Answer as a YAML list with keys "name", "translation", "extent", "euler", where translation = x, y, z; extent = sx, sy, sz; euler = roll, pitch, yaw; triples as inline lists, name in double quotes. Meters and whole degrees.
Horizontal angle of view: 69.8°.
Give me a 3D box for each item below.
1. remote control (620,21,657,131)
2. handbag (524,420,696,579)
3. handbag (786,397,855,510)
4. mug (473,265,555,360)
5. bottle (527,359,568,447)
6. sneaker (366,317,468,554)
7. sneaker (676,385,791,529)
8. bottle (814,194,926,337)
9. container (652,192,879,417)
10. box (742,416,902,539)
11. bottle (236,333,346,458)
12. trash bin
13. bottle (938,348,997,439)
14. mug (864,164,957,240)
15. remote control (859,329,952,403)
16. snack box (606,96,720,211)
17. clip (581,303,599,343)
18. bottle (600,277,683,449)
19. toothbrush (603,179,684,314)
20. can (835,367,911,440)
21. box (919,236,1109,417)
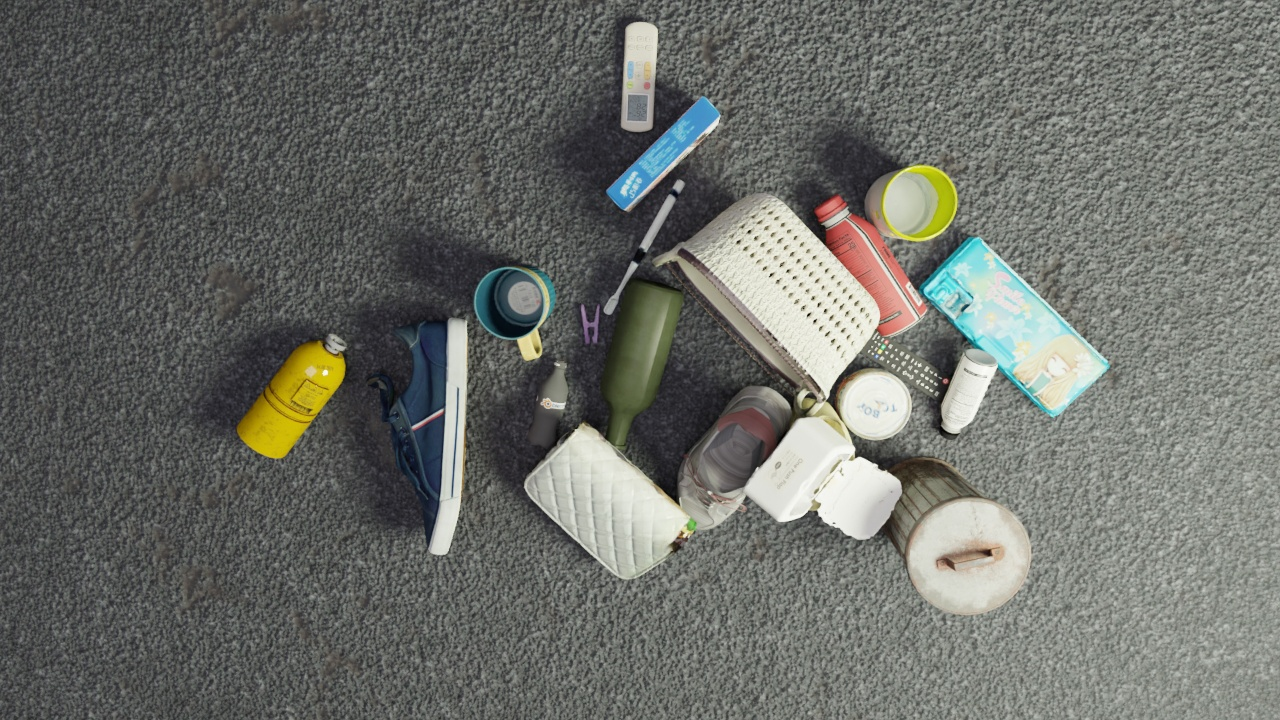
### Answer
- name: "remote control"
  translation: [-0.001, -0.336, 1.089]
  extent: [0.038, 0.018, 0.125]
  euler: [3, 100, 2]
- name: "handbag"
  translation: [-0.037, 0.170, 1.124]
  extent: [0.195, 0.072, 0.139]
  euler: [43, 135, -4]
- name: "handbag"
  translation: [0.211, 0.108, 1.098]
  extent: [0.081, 0.119, 0.111]
  euler: [1, 101, 8]
- name: "mug"
  translation: [-0.143, -0.057, 1.095]
  extent: [0.083, 0.107, 0.113]
  euler: [-15, 97, 3]
- name: "bottle"
  translation: [-0.112, 0.053, 1.145]
  extent: [0.036, 0.036, 0.110]
  euler: [15, 99, 0]
- name: "sneaker"
  translation: [-0.276, 0.094, 1.127]
  extent: [0.127, 0.121, 0.294]
  euler: [0, 96, -10]
- name: "sneaker"
  translation: [0.092, 0.134, 1.080]
  extent: [0.099, 0.089, 0.237]
  euler: [35, 128, 11]
- name: "bottle"
  translation: [0.267, -0.115, 1.088]
  extent: [0.062, 0.062, 0.176]
  euler: [-34, 96, 7]
- name: "container"
  translation: [0.150, -0.072, 1.046]
  extent: [0.143, 0.185, 0.251]
  euler: [-45, 95, -1]
- name: "box"
  translation: [0.200, 0.131, 1.011]
  extent: [0.189, 0.101, 0.111]
  euler: [22, 110, -43]
- name: "bottle"
  translation: [-0.424, 0.038, 1.141]
  extent: [0.071, 0.071, 0.164]
  euler: [39, 98, -3]
- name: "trash bin"
  translation: [0.351, 0.195, 1.056]
  extent: [0.131, 0.211, 0.131]
  euler: [0, 99, 2]
- name: "bottle"
  translation: [0.390, 0.044, 1.106]
  extent: [0.041, 0.041, 0.116]
  euler: [12, 121, 1]
- name: "mug"
  translation: [0.307, -0.180, 1.054]
  extent: [0.082, 0.106, 0.082]
  euler: [0, 99, 2]
- name: "remote control"
  translation: [0.321, 0.002, 1.127]
  extent: [0.147, 0.015, 0.033]
  euler: [32, 99, -2]
- name: "snack box"
  translation: [0.027, -0.237, 1.068]
  extent: [0.154, 0.088, 0.033]
  euler: [-43, 94, 8]
- name: "clip"
  translation: [-0.060, -0.046, 1.140]
  extent: [0.033, 0.013, 0.051]
  euler: [-3, 101, 4]
- name: "bottle"
  translation: [-0.007, 0.007, 1.116]
  extent: [0.071, 0.071, 0.207]
  euler: [15, 99, 0]
- name: "toothbrush"
  translation: [0.004, -0.137, 1.120]
  extent: [0.012, 0.017, 0.187]
  euler: [27, 99, -15]
- name: "can"
  translation: [0.285, 0.053, 1.123]
  extent: [0.086, 0.043, 0.086]
  euler: [1, 98, 4]
- name: "box"
  translation: [0.448, -0.040, 1.102]
  extent: [0.227, 0.039, 0.094]
  euler: [43, 99, -4]
